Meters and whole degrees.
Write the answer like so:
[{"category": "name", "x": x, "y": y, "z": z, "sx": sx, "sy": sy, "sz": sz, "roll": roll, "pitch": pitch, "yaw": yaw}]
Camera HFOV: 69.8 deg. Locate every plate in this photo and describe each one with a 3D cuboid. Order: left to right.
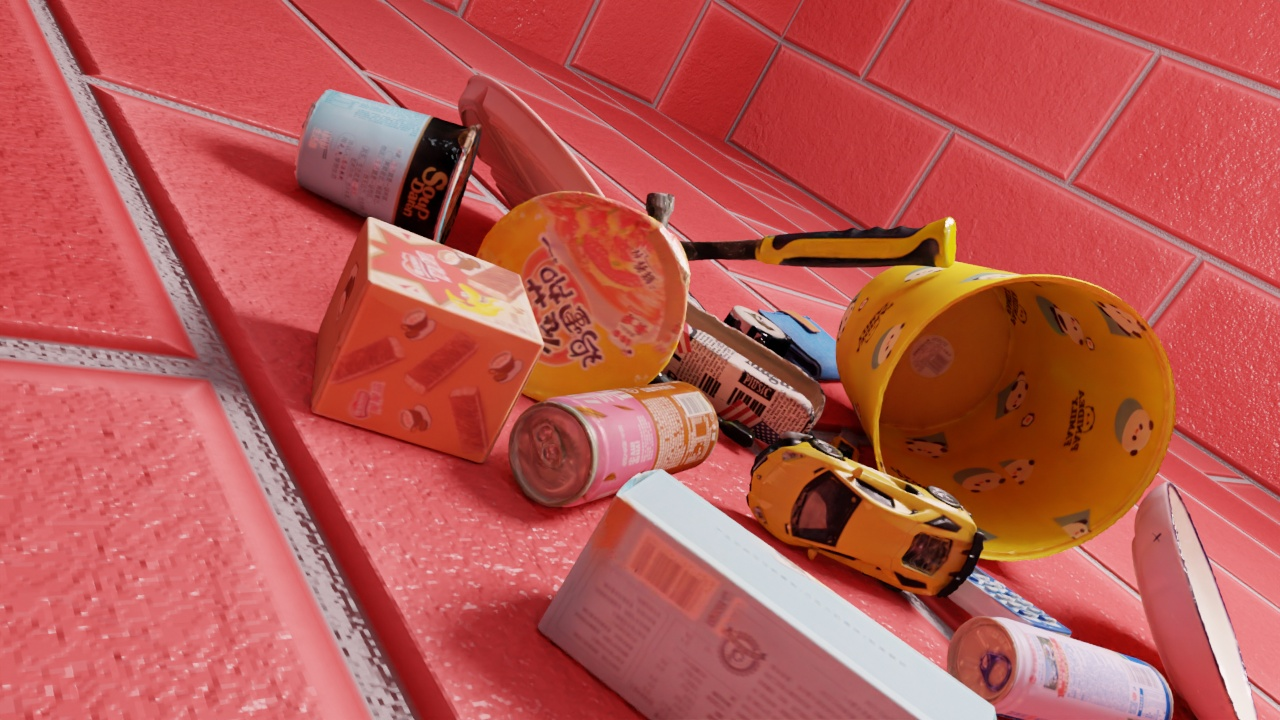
[{"category": "plate", "x": -0.082, "y": -0.141, "z": 0.791, "sx": 0.229, "sy": 0.028, "sz": 0.230, "roll": 47, "pitch": -11, "yaw": 11}, {"category": "plate", "x": 0.408, "y": 0.188, "z": 0.686, "sx": 0.192, "sy": 0.039, "sz": 0.192, "roll": 33, "pitch": 47, "yaw": -44}]

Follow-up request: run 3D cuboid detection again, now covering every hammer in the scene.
[{"category": "hammer", "x": 0.135, "y": -0.103, "z": 0.876, "sx": 0.324, "sy": 0.126, "sz": 0.031, "roll": 4, "pitch": 2, "yaw": 36}]

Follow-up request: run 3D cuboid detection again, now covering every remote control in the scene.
[{"category": "remote control", "x": 0.226, "y": 0.155, "z": 0.618, "sx": 0.049, "sy": 0.024, "sz": 0.125, "roll": 20, "pitch": 9, "yaw": -27}]

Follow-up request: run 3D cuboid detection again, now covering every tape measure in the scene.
[{"category": "tape measure", "x": 0.117, "y": -0.028, "z": 0.954, "sx": 0.066, "sy": 0.034, "sz": 0.065, "roll": 41, "pitch": 20, "yaw": 31}]

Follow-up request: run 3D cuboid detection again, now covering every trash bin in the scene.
[{"category": "trash bin", "x": 0.290, "y": 0.018, "z": 0.818, "sx": 0.229, "sy": 0.230, "sz": 0.255, "roll": 27, "pitch": 12, "yaw": -7}]

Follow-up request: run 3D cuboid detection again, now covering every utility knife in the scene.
[{"category": "utility knife", "x": 0.164, "y": 0.081, "z": 0.762, "sx": 0.033, "sy": 0.015, "sz": 0.208, "roll": 33, "pitch": 18, "yaw": 10}]

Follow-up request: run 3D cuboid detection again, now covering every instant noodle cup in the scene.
[{"category": "instant noodle cup", "x": -0.198, "y": -0.155, "z": 0.718, "sx": 0.120, "sy": 0.111, "sz": 0.111, "roll": 20, "pitch": 20, "yaw": -9}, {"category": "instant noodle cup", "x": -0.039, "y": -0.046, "z": 0.623, "sx": 0.138, "sy": 0.138, "sz": 0.109, "roll": 28, "pitch": 11, "yaw": -4}]

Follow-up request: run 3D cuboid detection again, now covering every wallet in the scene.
[{"category": "wallet", "x": 0.190, "y": -0.016, "z": 1.031, "sx": 0.106, "sy": 0.040, "sz": 0.132, "roll": 44, "pitch": 22, "yaw": 27}]

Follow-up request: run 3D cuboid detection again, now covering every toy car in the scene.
[{"category": "toy car", "x": 0.140, "y": 0.101, "z": 0.585, "sx": 0.156, "sy": 0.071, "sz": 0.041, "roll": 24, "pitch": 15, "yaw": -8}]

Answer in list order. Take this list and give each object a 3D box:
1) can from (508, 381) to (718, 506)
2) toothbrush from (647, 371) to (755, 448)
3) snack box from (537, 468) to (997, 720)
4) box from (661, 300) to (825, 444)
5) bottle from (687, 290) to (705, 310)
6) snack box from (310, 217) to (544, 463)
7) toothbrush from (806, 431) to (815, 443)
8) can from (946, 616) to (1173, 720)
[{"category": "can", "x": -0.010, "y": 0.045, "z": 0.528, "sx": 0.058, "sy": 0.058, "sz": 0.147, "roll": 38, "pitch": 20, "yaw": 23}, {"category": "toothbrush", "x": -0.004, "y": 0.004, "z": 0.697, "sx": 0.212, "sy": 0.026, "sz": 0.027, "roll": 32, "pitch": 26, "yaw": 8}, {"category": "snack box", "x": 0.048, "y": 0.125, "z": 0.374, "sx": 0.175, "sy": 0.074, "sz": 0.051, "roll": 35, "pitch": 20, "yaw": 15}, {"category": "box", "x": 0.068, "y": 0.007, "z": 0.723, "sx": 0.163, "sy": 0.076, "sz": 0.088, "roll": 35, "pitch": -5, "yaw": 11}, {"category": "bottle", "x": 0.016, "y": -0.061, "z": 0.876, "sx": 0.079, "sy": 0.044, "sz": 0.195, "roll": 20, "pitch": 20, "yaw": -30}, {"category": "snack box", "x": -0.115, "y": -0.012, "z": 0.490, "sx": 0.094, "sy": 0.077, "sz": 0.092, "roll": 20, "pitch": 21, "yaw": -25}, {"category": "toothbrush", "x": 0.137, "y": 0.052, "z": 0.778, "sx": 0.015, "sy": 0.018, "sz": 0.181, "roll": 19, "pitch": 17, "yaw": -6}, {"category": "can", "x": 0.245, "y": 0.188, "z": 0.536, "sx": 0.134, "sy": 0.053, "sz": 0.053, "roll": 21, "pitch": 20, "yaw": -24}]
